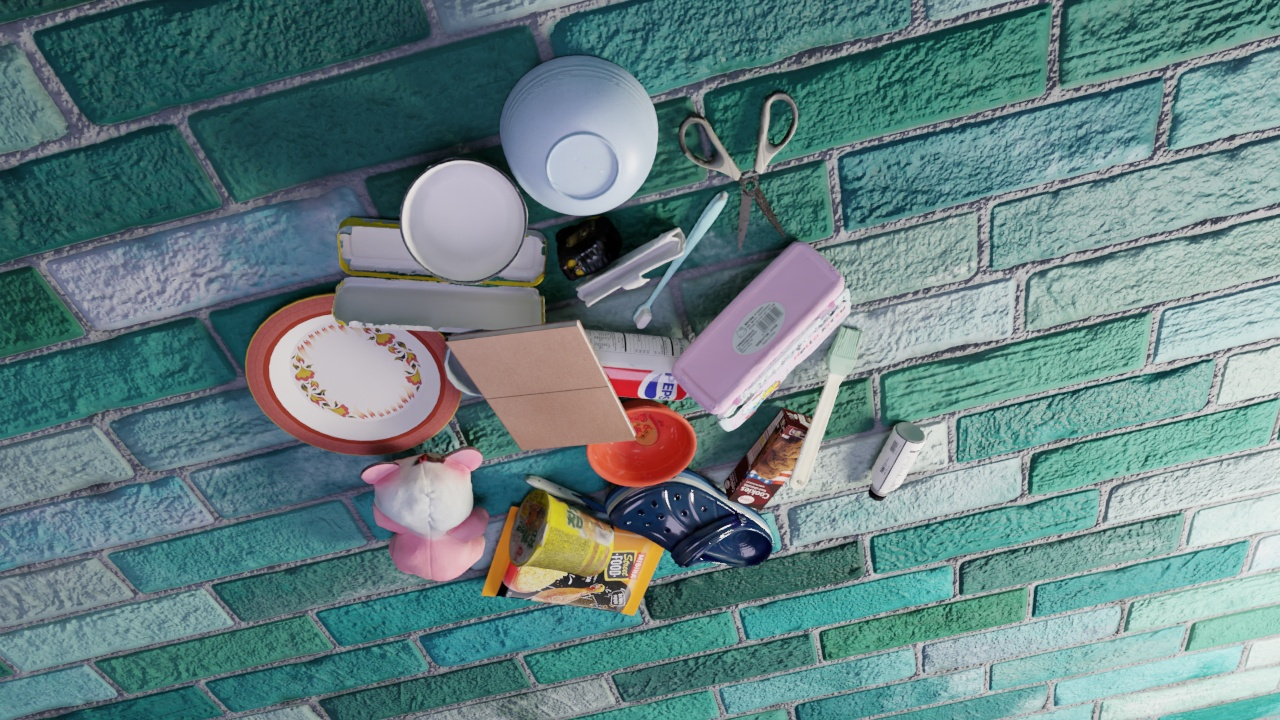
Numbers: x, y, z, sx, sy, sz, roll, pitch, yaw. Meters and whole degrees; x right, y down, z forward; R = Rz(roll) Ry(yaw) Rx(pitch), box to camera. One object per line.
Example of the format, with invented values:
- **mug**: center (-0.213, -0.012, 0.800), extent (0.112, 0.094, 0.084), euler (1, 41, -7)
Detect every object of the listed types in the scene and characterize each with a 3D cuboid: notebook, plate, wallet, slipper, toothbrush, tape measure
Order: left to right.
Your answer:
- **plate**: center (-0.312, 0.016, 1.011), extent (0.230, 0.021, 0.230), euler (-3, 129, -4)
- **notebook**: center (-0.100, 0.033, 0.976), extent (0.141, 0.008, 0.209), euler (-6, 142, 15)
- **tape measure**: center (-0.052, -0.114, 0.907), extent (0.063, 0.067, 0.038), euler (-26, 125, 15)
- **toothbrush**: center (-0.066, 0.187, 1.176), extent (0.189, 0.016, 0.017), euler (27, 125, -21)
- **wallet**: center (-0.006, -0.093, 0.921), extent (0.116, 0.086, 0.032), euler (-28, 102, 18)
- **toothbrush**: center (0.041, -0.103, 0.960), extent (0.016, 0.016, 0.181), euler (16, 124, -28)
- **slipper**: center (0.075, 0.216, 1.175), extent (0.252, 0.095, 0.105), euler (24, 125, -28)

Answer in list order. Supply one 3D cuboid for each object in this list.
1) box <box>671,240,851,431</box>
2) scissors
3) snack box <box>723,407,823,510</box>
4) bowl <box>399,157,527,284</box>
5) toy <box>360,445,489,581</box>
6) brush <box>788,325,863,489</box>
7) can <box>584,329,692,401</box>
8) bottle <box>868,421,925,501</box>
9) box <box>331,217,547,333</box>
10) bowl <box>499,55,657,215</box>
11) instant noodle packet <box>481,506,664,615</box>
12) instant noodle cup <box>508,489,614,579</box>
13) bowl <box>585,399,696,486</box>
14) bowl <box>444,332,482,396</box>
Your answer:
- **box**: center (0.133, -0.023, 0.988), extent (0.101, 0.103, 0.201), euler (44, 89, 10)
- **scissors**: center (0.102, -0.189, 0.894), extent (0.169, 0.012, 0.158), euler (24, 119, -19)
- **snack box**: center (0.164, 0.125, 1.148), extent (0.051, 0.031, 0.141), euler (19, 124, -21)
- **bowl**: center (-0.165, -0.132, 0.862), extent (0.116, 0.065, 0.116), euler (-2, 103, -8)
- **toy**: center (-0.256, 0.186, 1.116), extent (0.142, 0.084, 0.214), euler (0, 132, -7)
- **brush**: center (0.215, 0.061, 1.084), extent (0.033, 0.012, 0.218), euler (10, 113, -11)
- **can**: center (-0.006, 0.006, 1.008), extent (0.132, 0.070, 0.070), euler (5, 128, -11)
- **bottle**: center (0.321, 0.133, 1.167), extent (0.041, 0.041, 0.116), euler (7, 128, -12)
- **box**: center (-0.197, -0.081, 0.911), extent (0.210, 0.080, 0.084), euler (2, 133, -10)
- **bowl**: center (-0.054, -0.192, 0.839), extent (0.150, 0.074, 0.151), euler (-3, 130, -4)
- **instant noodle packet**: center (-0.087, 0.274, 1.236), extent (0.220, 0.032, 0.160), euler (12, 119, -16)
- **instant noodle cup**: center (-0.095, 0.222, 1.143), extent (0.108, 0.102, 0.102), euler (23, 123, -26)
- **bowl**: center (-0.001, 0.090, 1.092), extent (0.130, 0.045, 0.131), euler (-3, 129, -4)
- **bowl**: center (-0.161, -0.014, 0.985), extent (0.106, 0.039, 0.106), euler (-14, 133, -16)
